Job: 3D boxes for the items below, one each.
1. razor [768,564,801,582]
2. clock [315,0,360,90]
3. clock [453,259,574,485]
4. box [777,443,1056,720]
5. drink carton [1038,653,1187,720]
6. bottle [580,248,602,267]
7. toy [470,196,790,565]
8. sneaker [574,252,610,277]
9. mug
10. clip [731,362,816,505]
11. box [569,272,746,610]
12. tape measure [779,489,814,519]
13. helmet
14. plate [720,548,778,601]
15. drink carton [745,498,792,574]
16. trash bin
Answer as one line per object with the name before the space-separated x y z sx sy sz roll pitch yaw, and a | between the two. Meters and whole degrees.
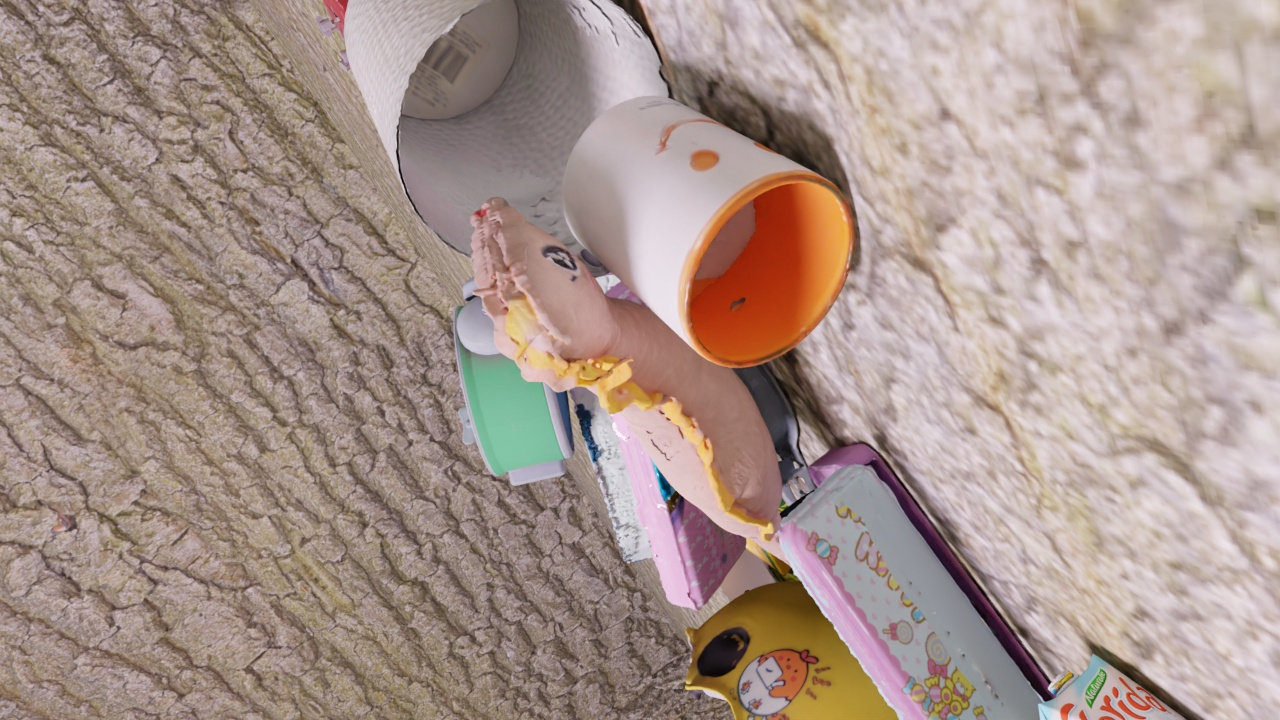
razor | 0.148 0.192 0.793 0.042 0.026 0.106 57 165 -3
clock | -0.215 -0.271 0.743 0.159 0.081 0.117 47 167 33
clock | -0.095 -0.001 0.637 0.121 0.075 0.162 -106 4 -65
box | 0.161 0.146 0.492 0.214 0.062 0.139 54 -156 2
drink carton | 0.222 0.175 0.368 0.129 0.044 0.038 39 162 51
bottle | -0.048 -0.117 0.629 0.110 0.036 0.036 57 169 -16
toy | 0.014 0.026 0.449 0.196 0.065 0.264 56 -170 19
sneaker | -0.004 0.004 0.713 0.242 0.089 0.091 62 173 -6
mug | 0.025 -0.057 0.388 0.105 0.082 0.082 44 166 45
clip | 0.078 0.044 0.625 0.090 0.027 0.162 39 161 54
box | -0.001 0.053 0.631 0.091 0.084 0.230 1 118 35
tape measure | 0.120 0.120 0.586 0.072 0.042 0.071 58 -158 12
helmet | 0.143 0.229 0.622 0.209 0.140 0.240 42 -172 -29
plate | 0.100 0.191 0.874 0.174 0.036 0.174 55 -173 -11
drink carton | 0.093 0.126 0.767 0.058 0.041 0.122 57 169 -14
trash bin | -0.081 -0.144 0.472 0.161 0.133 0.133 50 170 45
